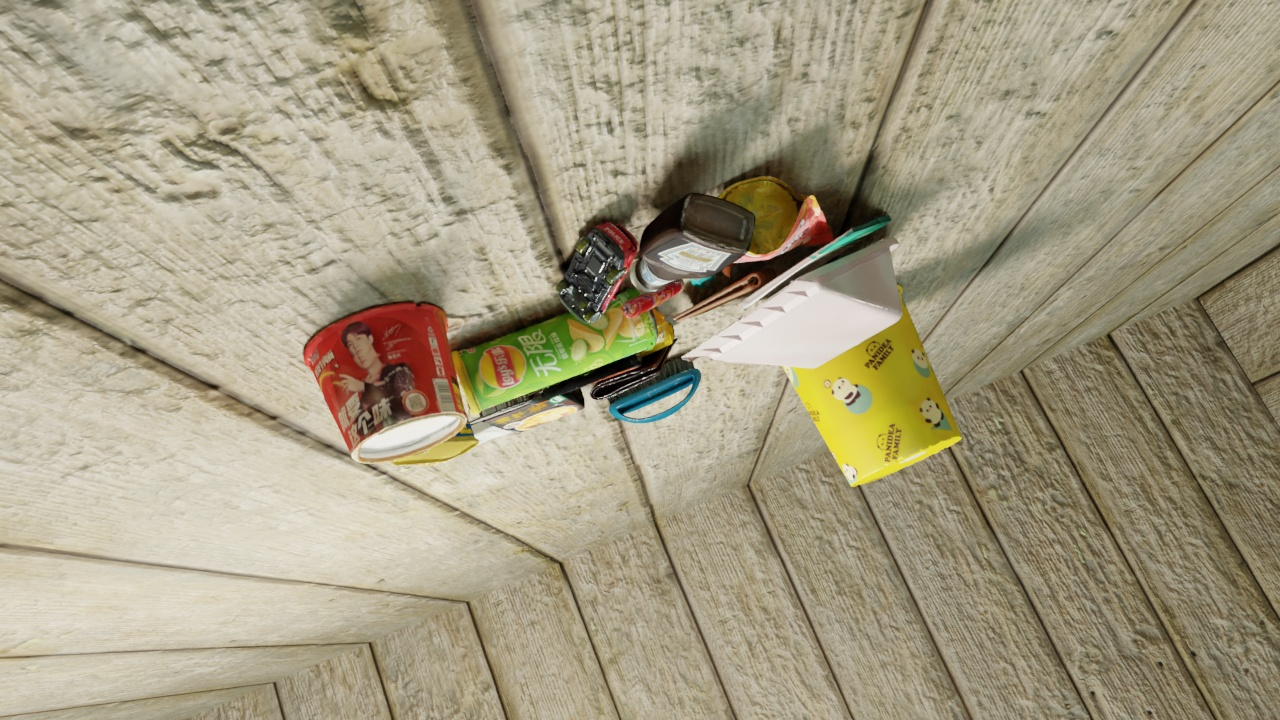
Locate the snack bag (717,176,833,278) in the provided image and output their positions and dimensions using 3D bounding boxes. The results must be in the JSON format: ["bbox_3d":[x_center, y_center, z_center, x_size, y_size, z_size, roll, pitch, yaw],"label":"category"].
[{"bbox_3d":[0.132,-0.128,0.943,0.129,0.073,0.207,-20,173,12],"label":"snack bag"}]

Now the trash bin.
[{"bbox_3d":[0.359,0.045,1.441,0.229,0.255,0.230,-21,163,-7],"label":"trash bin"}]

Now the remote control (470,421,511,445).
[{"bbox_3d":[-0.190,0.087,1.250,0.125,0.024,0.049,-24,163,5],"label":"remote control"}]

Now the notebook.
[{"bbox_3d":[0.205,-0.117,1.055,0.151,0.012,0.208,-33,177,28],"label":"notebook"}]

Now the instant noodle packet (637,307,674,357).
[{"bbox_3d":[-0.023,-0.022,1.093,0.128,0.044,0.110,-22,171,8],"label":"instant noodle packet"}]

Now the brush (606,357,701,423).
[{"bbox_3d":[0.022,0.049,1.326,0.144,0.073,0.055,-23,159,1],"label":"brush"}]

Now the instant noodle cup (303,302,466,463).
[{"bbox_3d":[-0.230,0.025,0.851,0.138,0.108,0.138,-21,163,-7],"label":"instant noodle cup"}]

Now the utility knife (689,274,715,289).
[{"bbox_3d":[0.053,-0.101,1.001,0.029,0.013,0.171,-29,163,14],"label":"utility knife"}]

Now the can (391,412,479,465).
[{"bbox_3d":[-0.237,0.065,1.010,0.057,0.083,0.102,-33,161,29],"label":"can"}]

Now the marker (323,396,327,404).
[{"bbox_3d":[-0.264,0.023,0.960,0.130,0.018,0.023,-16,158,-20],"label":"marker"}]

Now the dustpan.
[{"bbox_3d":[0.201,-0.087,1.150,0.273,0.138,0.223,10,151,-35],"label":"dustpan"}]

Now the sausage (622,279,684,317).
[{"bbox_3d":[0.017,-0.068,0.970,0.020,0.020,0.155,-33,-179,29],"label":"sausage"}]

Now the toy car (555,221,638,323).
[{"bbox_3d":[-0.039,-0.082,0.866,0.045,0.053,0.121,-36,170,-38],"label":"toy car"}]

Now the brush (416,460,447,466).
[{"bbox_3d":[-0.280,0.086,1.113,0.083,0.045,0.255,-20,160,5],"label":"brush"}]

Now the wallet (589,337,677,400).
[{"bbox_3d":[-0.007,0.007,1.149,0.096,0.020,0.122,-21,-166,20],"label":"wallet"}]

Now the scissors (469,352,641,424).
[{"bbox_3d":[-0.109,0.036,1.049,0.234,0.021,0.125,-20,179,-6],"label":"scissors"}]

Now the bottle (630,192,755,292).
[{"bbox_3d":[0.036,-0.101,0.852,0.080,0.044,0.195,16,167,-15],"label":"bottle"}]

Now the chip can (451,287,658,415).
[{"bbox_3d":[-0.090,-0.012,0.985,0.221,0.072,0.073,-21,164,-8],"label":"chip can"}]

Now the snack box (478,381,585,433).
[{"bbox_3d":[-0.129,0.043,1.158,0.126,0.053,0.113,-21,164,11],"label":"snack box"}]

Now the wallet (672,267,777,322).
[{"bbox_3d":[0.101,-0.077,1.089,0.115,0.020,0.101,-26,179,22],"label":"wallet"}]
